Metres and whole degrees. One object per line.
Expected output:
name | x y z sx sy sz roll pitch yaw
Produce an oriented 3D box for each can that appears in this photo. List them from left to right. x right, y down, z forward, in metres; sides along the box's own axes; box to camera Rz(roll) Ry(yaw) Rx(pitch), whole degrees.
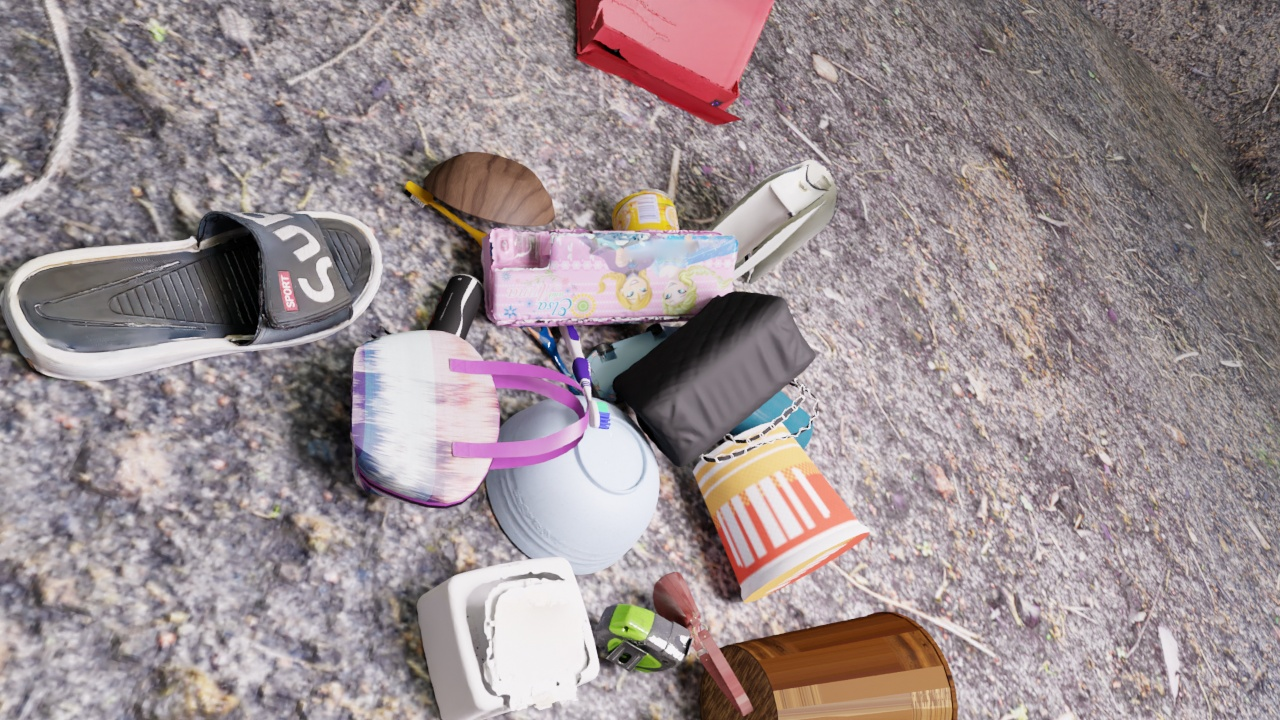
can | -0.155 -0.033 0.755 0.031 0.032 0.080 31 47 -20
can | 0.009 -0.110 0.915 0.067 0.068 0.105 13 55 -33

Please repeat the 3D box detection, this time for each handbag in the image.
handbag | -0.122 0.038 0.670 0.169 0.068 0.144 0 61 -15
handbag | 0.050 0.223 0.709 0.029 0.055 0.119 -24 48 -17
handbag | 0.065 0.021 0.791 0.153 0.125 0.115 -41 115 -8
handbag | 0.155 -0.151 1.002 0.074 0.152 0.175 55 43 3

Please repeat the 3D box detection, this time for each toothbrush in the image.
toothbrush | -0.127 -0.099 0.825 0.196 0.031 0.031 36 49 -12
toothbrush | -0.089 -0.024 0.815 0.021 0.017 0.135 -34 87 -38
toothbrush | -0.049 0.006 0.767 0.016 0.015 0.186 9 25 -18

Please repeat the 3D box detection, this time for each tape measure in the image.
tape measure | -0.003 0.215 0.697 0.065 0.059 0.035 29 48 -5

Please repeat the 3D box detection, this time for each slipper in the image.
slipper | -0.290 -0.058 0.643 0.263 0.063 0.111 -19 76 -42

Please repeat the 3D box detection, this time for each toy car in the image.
toy car | -0.005 0.005 0.857 0.107 0.028 0.060 -20 83 -29

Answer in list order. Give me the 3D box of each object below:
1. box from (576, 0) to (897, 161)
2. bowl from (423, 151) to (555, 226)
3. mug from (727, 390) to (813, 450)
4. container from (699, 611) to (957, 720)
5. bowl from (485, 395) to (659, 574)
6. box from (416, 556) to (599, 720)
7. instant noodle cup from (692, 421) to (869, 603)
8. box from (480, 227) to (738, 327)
box | 0.070 -0.321 1.009 0.212 0.128 0.425 17 23 -31
bowl | -0.130 -0.159 0.817 0.119 0.032 0.119 16 25 -8
mug | 0.106 0.048 0.890 0.121 0.078 0.078 34 46 -24
container | 0.145 0.275 0.737 0.167 0.133 0.132 6 59 -30
bowl | -0.041 0.088 0.738 0.150 0.075 0.150 21 50 -28
box | -0.079 0.186 0.625 0.107 0.102 0.102 -2 63 -38
instant noodle cup | 0.116 0.130 0.815 0.123 0.124 0.121 -9 61 -42
box | -0.020 -0.076 0.811 0.230 0.063 0.084 -3 85 -22
